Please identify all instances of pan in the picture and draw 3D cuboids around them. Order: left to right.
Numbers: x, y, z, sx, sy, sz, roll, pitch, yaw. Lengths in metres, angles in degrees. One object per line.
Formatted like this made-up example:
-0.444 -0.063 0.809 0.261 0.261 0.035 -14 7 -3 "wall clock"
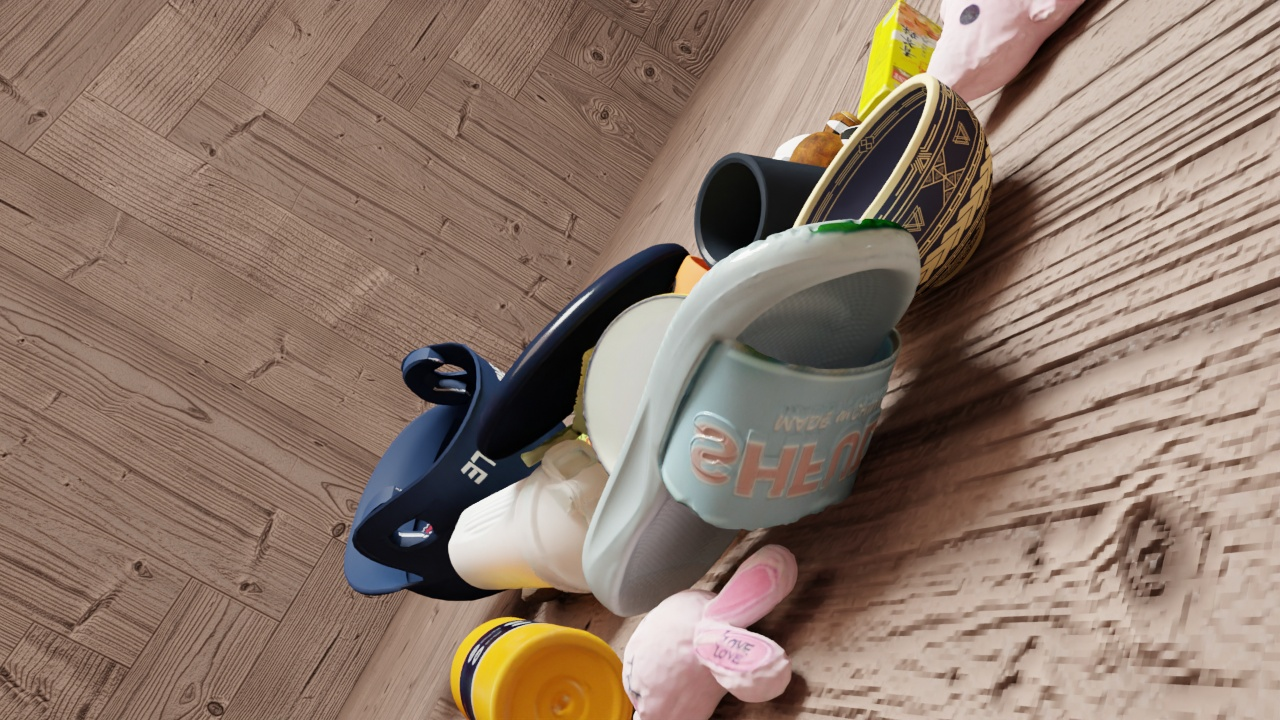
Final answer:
0.006 -0.040 0.694 0.355 0.021 0.199 -35 -14 -44 "pan"

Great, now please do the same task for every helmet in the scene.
-0.186 0.133 0.914 0.273 0.223 0.231 -22 41 23 "helmet"

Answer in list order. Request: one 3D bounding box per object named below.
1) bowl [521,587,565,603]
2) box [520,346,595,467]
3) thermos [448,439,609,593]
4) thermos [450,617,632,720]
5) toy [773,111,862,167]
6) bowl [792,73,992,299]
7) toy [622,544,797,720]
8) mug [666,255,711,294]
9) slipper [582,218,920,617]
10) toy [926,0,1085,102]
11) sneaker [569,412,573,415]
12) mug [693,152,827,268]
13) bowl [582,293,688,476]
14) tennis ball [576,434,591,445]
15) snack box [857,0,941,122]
-0.059 0.158 0.781 0.118 0.030 0.117 -56 10 15 "bowl"
0.001 0.009 0.696 0.187 0.047 0.141 -34 -13 -49 "box"
-0.073 0.122 0.665 0.221 0.099 0.099 -27 32 55 "thermos"
-0.077 0.208 0.571 0.091 0.076 0.233 -65 11 -20 "thermos"
0.124 -0.130 0.645 0.087 0.067 0.112 -59 0 1 "toy"
0.122 -0.067 0.425 0.112 0.061 0.112 -57 9 14 "bowl"
0.026 0.121 0.386 0.110 0.047 0.063 -43 17 42 "toy"
0.051 0.000 0.582 0.112 0.077 0.096 42 109 46 "mug"
0.047 0.043 0.388 0.103 0.074 0.246 -10 -39 -36 "slipper"
0.191 -0.181 0.469 0.096 0.052 0.098 -26 35 51 "toy"
-0.022 -0.006 0.972 0.087 0.089 0.236 -31 3 -39 "sneaker"
0.092 -0.078 0.548 0.105 0.077 0.071 47 128 49 "mug"
0.033 0.023 0.515 0.067 0.117 0.117 -2 -49 -57 "bowl"
-0.024 0.065 0.785 0.065 0.065 0.065 -57 9 14 "tennis ball"
0.178 -0.197 0.623 0.029 0.040 0.147 -51 12 43 "snack box"
